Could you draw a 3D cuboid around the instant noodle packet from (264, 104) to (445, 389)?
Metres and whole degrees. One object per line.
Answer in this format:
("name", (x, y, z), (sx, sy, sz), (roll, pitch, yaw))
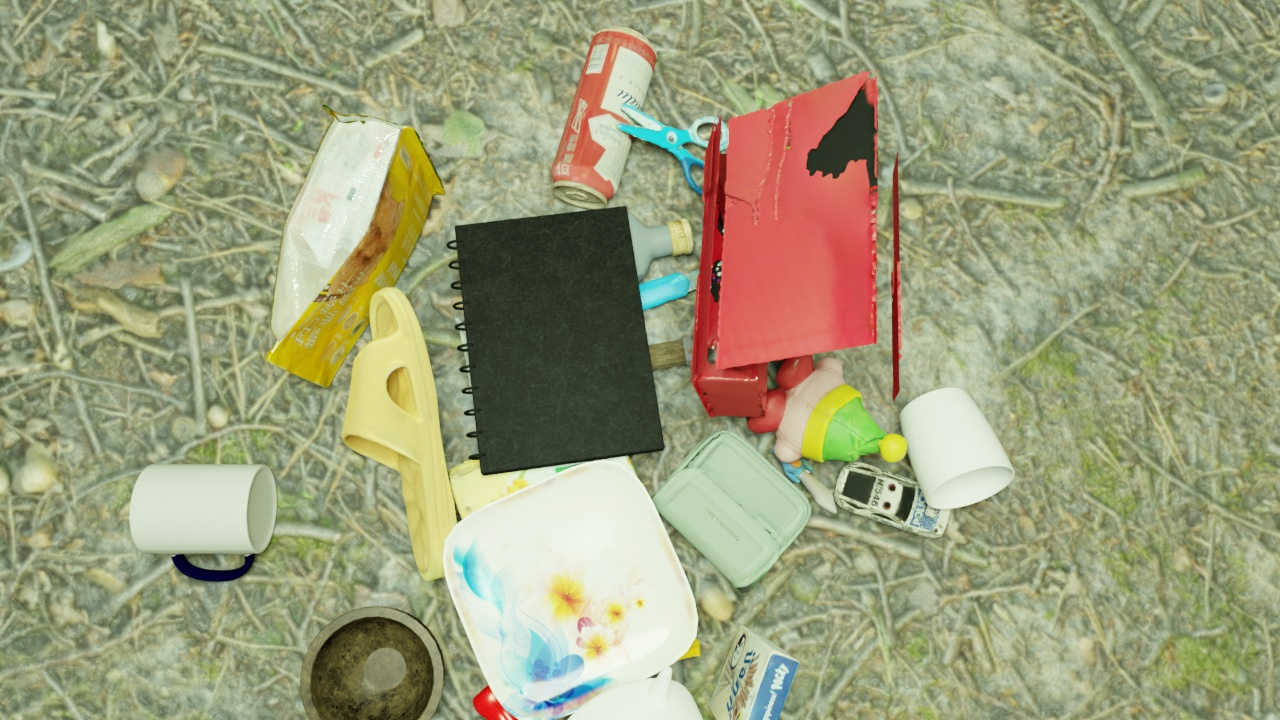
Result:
("instant noodle packet", (-0.261, -0.089, 0.810), (0.084, 0.163, 0.221), (20, 81, -1))

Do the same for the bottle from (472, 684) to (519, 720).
("bottle", (-0.102, 0.341, 0.818), (0.036, 0.036, 0.119), (-37, 85, -8))

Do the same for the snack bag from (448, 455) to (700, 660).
("snack bag", (-0.060, 0.178, 0.829), (0.159, 0.068, 0.247), (-21, 83, -7))

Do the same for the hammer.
("hammer", (-0.005, 0.004, 0.877), (0.316, 0.028, 0.147), (-10, 94, -5))

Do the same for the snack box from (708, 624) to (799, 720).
("snack box", (0.093, 0.277, 0.780), (0.026, 0.150, 0.082), (24, 81, 0))

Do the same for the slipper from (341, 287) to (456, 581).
("slipper", (-0.223, 0.069, 0.817), (0.078, 0.100, 0.263), (-12, 87, -26))

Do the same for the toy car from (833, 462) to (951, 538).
("toy car", (0.240, 0.131, 0.865), (0.113, 0.040, 0.048), (19, 82, -1))

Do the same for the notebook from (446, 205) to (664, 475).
("notebook", (-0.080, -0.021, 0.824), (0.169, 0.019, 0.231), (-7, 76, -5))

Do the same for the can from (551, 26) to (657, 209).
("can", (-0.036, -0.236, 0.892), (0.067, 0.067, 0.170), (16, 81, -1))

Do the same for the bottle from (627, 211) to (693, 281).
("bottle", (-0.031, -0.105, 0.883), (0.161, 0.046, 0.072), (-12, 82, -5))

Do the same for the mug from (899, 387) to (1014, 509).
("mug", (0.298, 0.085, 0.857), (0.081, 0.114, 0.087), (-35, 51, 28))

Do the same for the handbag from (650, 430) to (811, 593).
("handbag", (0.085, 0.134, 0.844), (0.122, 0.067, 0.106), (43, 83, 3))

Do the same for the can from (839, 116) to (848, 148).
("can", (0.144, -0.199, 0.896), (0.067, 0.068, 0.105), (42, 81, 3))

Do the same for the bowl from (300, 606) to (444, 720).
("bowl", (-0.231, 0.277, 0.810), (0.121, 0.056, 0.121), (0, 81, -3))

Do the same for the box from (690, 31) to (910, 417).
("box", (0.094, -0.085, 0.724), (0.124, 0.316, 0.210), (8, 73, -11))

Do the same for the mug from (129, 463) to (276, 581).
("mug", (-0.385, 0.147, 0.818), (0.097, 0.078, 0.112), (1, 109, -3))

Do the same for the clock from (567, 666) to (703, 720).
("clock", (-0.002, 0.334, 0.768), (0.125, 0.161, 0.072), (-23, 44, -6))

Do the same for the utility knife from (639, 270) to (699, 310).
("utility knife", (0.004, -0.060, 0.894), (0.209, 0.015, 0.031), (-19, 86, -2))

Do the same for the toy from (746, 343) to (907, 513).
("toy", (0.170, 0.062, 0.843), (0.131, 0.097, 0.124), (34, 84, 5))

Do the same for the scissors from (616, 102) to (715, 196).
("scissors", (0.031, -0.203, 0.888), (0.140, 0.014, 0.090), (5, 86, -35))

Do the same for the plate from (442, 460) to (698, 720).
("plate", (-0.059, 0.194, 0.783), (0.187, 0.016, 0.187), (-24, 84, -6))
